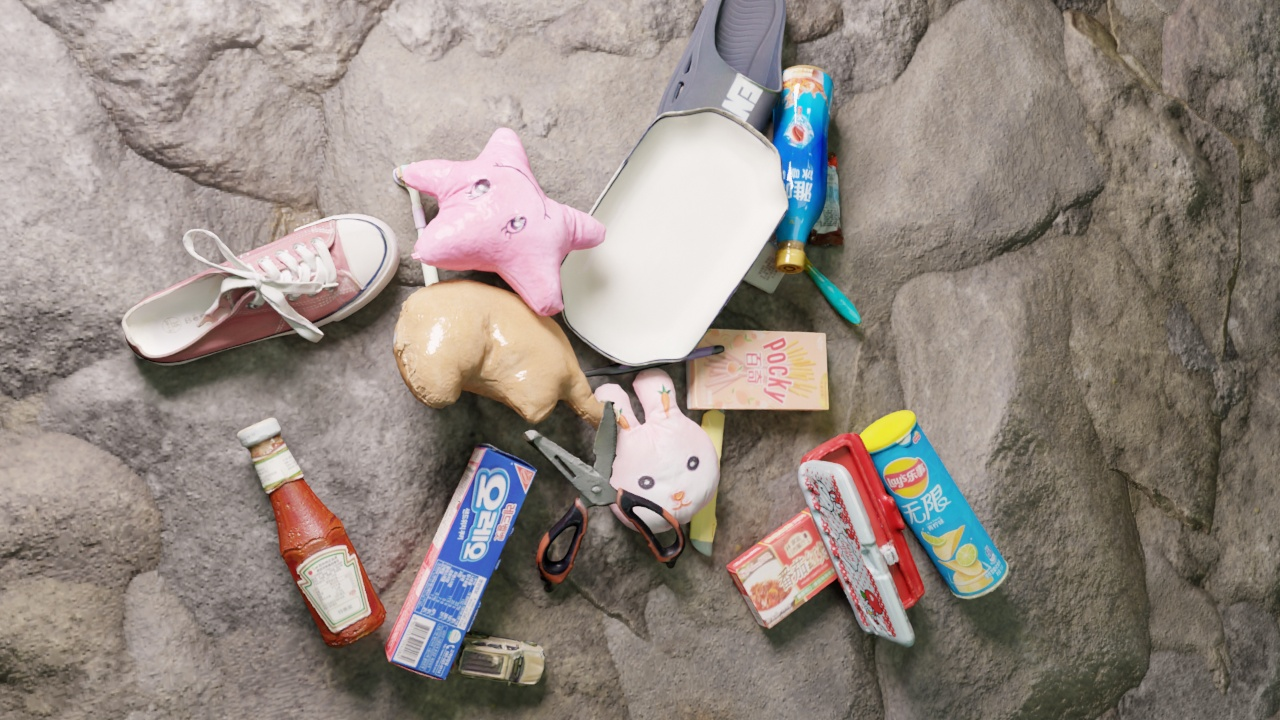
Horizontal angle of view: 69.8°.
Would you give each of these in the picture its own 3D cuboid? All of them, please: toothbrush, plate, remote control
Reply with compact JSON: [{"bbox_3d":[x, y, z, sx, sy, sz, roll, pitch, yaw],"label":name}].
[{"bbox_3d":[-0.202,-0.090,0.864,0.020,0.029,0.189,-17,96,-60],"label":"toothbrush"},{"bbox_3d":[0.030,-0.120,0.908,0.162,0.034,0.266,33,91,-4],"label":"plate"},{"bbox_3d":[0.097,-0.116,0.960,0.125,0.024,0.049,24,108,-17],"label":"remote control"},{"bbox_3d":[-0.005,0.005,0.917,0.189,0.017,0.014,-11,82,-12],"label":"toothbrush"}]

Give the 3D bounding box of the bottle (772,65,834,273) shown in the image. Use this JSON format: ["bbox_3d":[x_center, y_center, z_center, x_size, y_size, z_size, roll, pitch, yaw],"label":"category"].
[{"bbox_3d":[0.163,-0.198,0.960,0.065,0.065,0.218,12,76,-19],"label":"bottle"}]

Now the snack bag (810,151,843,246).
[{"bbox_3d":[0.202,-0.177,1.007,0.045,0.026,0.105,-5,90,-29],"label":"snack bag"}]

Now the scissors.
[{"bbox_3d":[-0.034,0.135,0.858,0.189,0.015,0.225,11,116,-19],"label":"scissors"}]

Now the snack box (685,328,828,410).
[{"bbox_3d":[0.124,0.011,0.967,0.157,0.026,0.084,1,82,-19],"label":"snack box"}]

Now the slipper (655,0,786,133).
[{"bbox_3d":[0.093,-0.295,0.946,0.110,0.083,0.268,20,79,-16],"label":"slipper"}]

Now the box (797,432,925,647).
[{"bbox_3d":[0.241,0.179,0.938,0.094,0.100,0.201,-26,97,-19],"label":"box"}]

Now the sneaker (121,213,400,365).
[{"bbox_3d":[-0.318,-0.062,0.783,0.240,0.088,0.118,-24,95,-18],"label":"sneaker"}]

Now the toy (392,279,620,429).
[{"bbox_3d":[-0.113,-0.002,0.840,0.225,0.083,0.143,14,54,-27],"label":"toy"}]

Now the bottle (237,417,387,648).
[{"bbox_3d":[-0.289,0.148,0.799,0.059,0.060,0.206,-26,96,-19],"label":"bottle"}]

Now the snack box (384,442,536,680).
[{"bbox_3d":[-0.164,0.181,0.842,0.057,0.058,0.207,26,79,-17],"label":"snack box"}]

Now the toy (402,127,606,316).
[{"bbox_3d":[-0.129,-0.120,0.837,0.178,0.075,0.194,-35,80,-33],"label":"toy"}]

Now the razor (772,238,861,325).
[{"bbox_3d":[0.195,-0.088,0.999,0.043,0.028,0.132,-43,100,10],"label":"razor"}]

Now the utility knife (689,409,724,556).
[{"bbox_3d":[0.072,0.112,0.952,0.031,0.019,0.178,11,85,-23],"label":"utility knife"}]

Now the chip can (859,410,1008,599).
[{"bbox_3d":[0.322,0.159,1.009,0.071,0.071,0.210,-38,99,-18],"label":"chip can"}]

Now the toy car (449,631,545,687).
[{"bbox_3d":[-0.132,0.283,0.862,0.090,0.035,0.042,16,83,-21],"label":"toy car"}]

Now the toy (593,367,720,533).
[{"bbox_3d":[0.011,0.090,0.914,0.121,0.054,0.159,-23,89,-14],"label":"toy"}]

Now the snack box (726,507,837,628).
[{"bbox_3d":[0.172,0.210,0.978,0.152,0.025,0.075,-31,98,-18],"label":"snack box"}]
